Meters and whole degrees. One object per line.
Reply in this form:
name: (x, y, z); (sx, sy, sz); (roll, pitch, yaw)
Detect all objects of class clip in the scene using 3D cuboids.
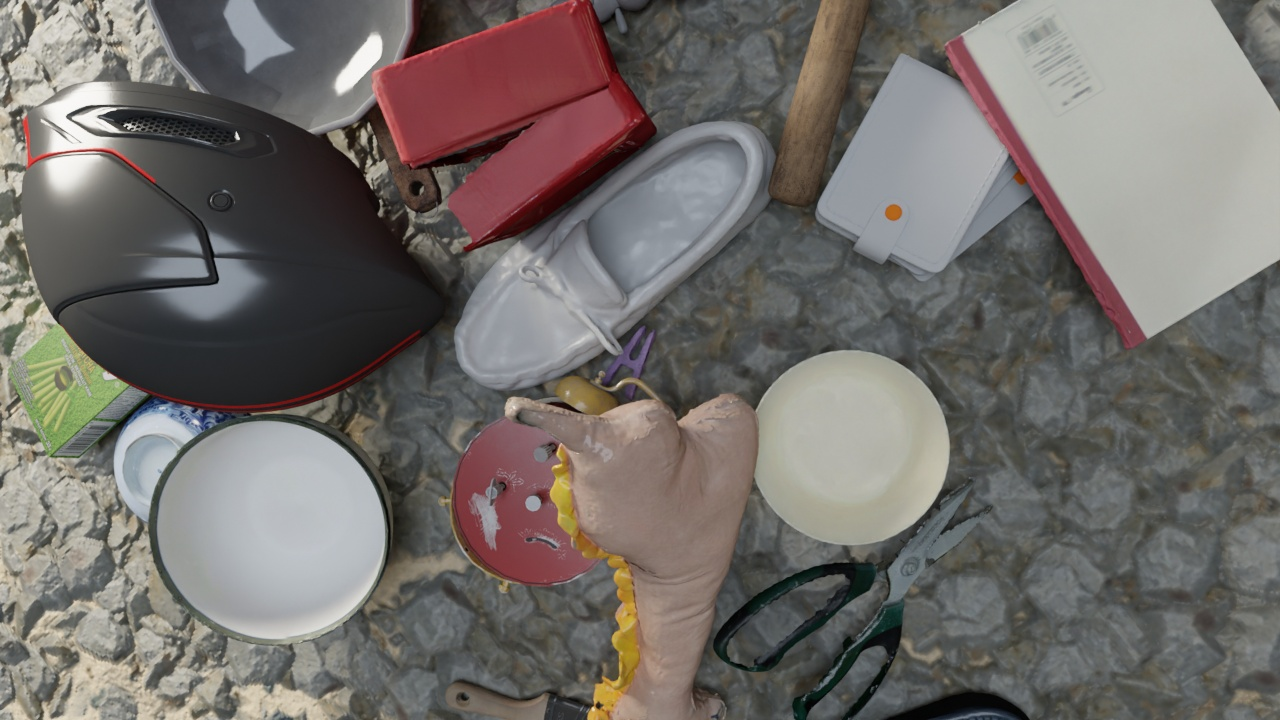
clip: (-0.011, 0.001, 0.613); (0.042, 0.014, 0.052); (6, 97, 12)

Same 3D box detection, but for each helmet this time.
helmet: (-0.255, -0.054, 0.569); (0.264, 0.164, 0.169); (9, 74, -10)

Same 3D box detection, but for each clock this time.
clock: (-0.047, 0.075, 0.588); (0.159, 0.081, 0.117); (-37, 86, 10)

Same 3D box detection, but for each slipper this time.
slipper: (0.130, 0.301, 0.569); (0.266, 0.083, 0.109); (-30, 90, 12)
slipper: (-0.019, -0.064, 0.587); (0.247, 0.074, 0.112); (-35, 71, 12)

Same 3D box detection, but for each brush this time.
brush: (-0.064, 0.249, 0.635); (0.151, 0.012, 0.039); (14, 96, 9)

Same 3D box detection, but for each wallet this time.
wallet: (0.182, -0.109, 0.562); (0.115, 0.037, 0.118); (29, 94, 7)

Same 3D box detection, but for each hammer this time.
hammer: (0.130, -0.248, 0.533); (0.129, 0.040, 0.322); (12, 97, -22)

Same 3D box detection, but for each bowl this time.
bowl: (-0.331, 0.075, 0.656); (0.114, 0.045, 0.114); (1, 93, 10)
bowl: (-0.239, 0.106, 0.620); (0.153, 0.073, 0.153); (0, 98, -4)
bowl: (0.126, 0.050, 0.566); (0.115, 0.062, 0.115); (1, 93, 10)

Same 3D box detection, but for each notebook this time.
notebook: (0.294, -0.134, 0.536); (0.153, 0.012, 0.208); (-31, 89, -2)

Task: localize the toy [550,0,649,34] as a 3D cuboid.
toy: (-0.006, -0.240, 0.590); (0.112, 0.030, 0.049); (-21, 90, 19)

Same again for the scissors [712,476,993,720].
scissors: (0.131, 0.137, 0.565); (0.142, 0.015, 0.210); (32, 95, -23)

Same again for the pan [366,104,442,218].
pan: (-0.212, -0.256, 0.623); (0.208, 0.040, 0.357); (-25, 90, 10)

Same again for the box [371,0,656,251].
box: (-0.066, -0.145, 0.536); (0.134, 0.157, 0.112); (-30, 98, 7)

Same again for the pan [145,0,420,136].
pan: (-0.161, -0.292, 0.532); (0.178, 0.041, 0.358); (40, 113, -5)

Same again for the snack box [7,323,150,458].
snack box: (-0.383, -0.006, 0.663); (0.148, 0.025, 0.080); (-38, 74, 10)

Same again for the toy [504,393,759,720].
toy: (-0.009, 0.139, 0.543); (0.195, 0.065, 0.265); (6, 110, -26)
